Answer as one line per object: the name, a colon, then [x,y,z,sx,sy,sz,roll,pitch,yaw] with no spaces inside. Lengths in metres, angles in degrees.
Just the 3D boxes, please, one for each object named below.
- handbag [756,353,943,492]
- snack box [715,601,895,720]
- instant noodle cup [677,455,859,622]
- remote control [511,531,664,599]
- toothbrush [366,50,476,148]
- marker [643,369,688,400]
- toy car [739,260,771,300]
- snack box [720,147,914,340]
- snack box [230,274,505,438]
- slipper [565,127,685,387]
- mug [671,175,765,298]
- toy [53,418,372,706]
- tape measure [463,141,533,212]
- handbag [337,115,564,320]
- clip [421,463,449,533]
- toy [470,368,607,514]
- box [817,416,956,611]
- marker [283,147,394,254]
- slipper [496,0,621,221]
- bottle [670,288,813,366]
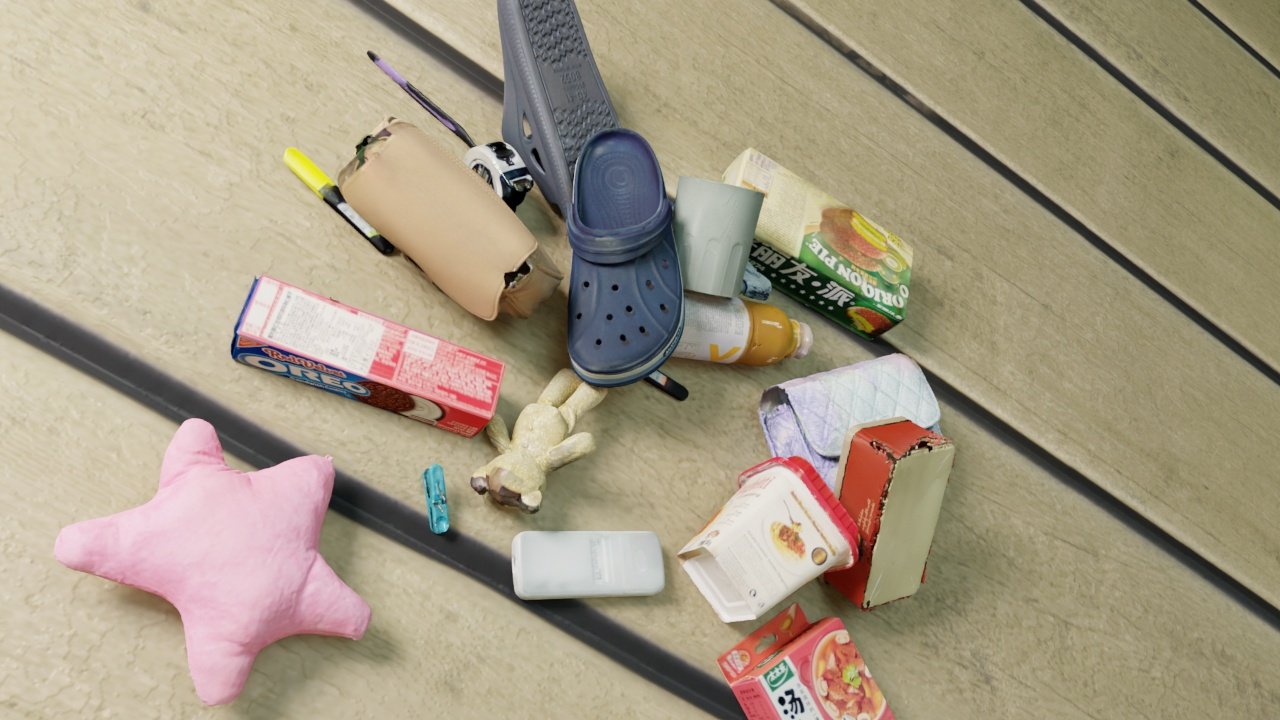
handbag: [0.224,0.070,0.941,0.193,0.076,0.134,-13,76,-34]
snack box: [0.147,0.290,0.809,0.113,0.044,0.127,-23,79,-35]
instant noodle cup: [0.110,0.164,0.817,0.124,0.117,0.116,-35,86,-24]
remote control: [-0.043,0.172,0.776,0.135,0.020,0.055,5,63,-27]
toothbrush: [-0.193,-0.240,0.900,0.189,0.014,0.016,41,46,-5]
marker: [-0.005,0.005,0.884,0.124,0.015,0.018,31,57,-16]
toy car: [0.092,-0.095,0.948,0.048,0.031,0.105,-3,33,-48]
snack box: [0.193,-0.129,1.030,0.240,0.063,0.114,27,56,-16]
snack box: [-0.217,-0.001,0.741,0.207,0.057,0.058,21,60,-19]
slipper: [-0.015,-0.103,0.818,0.105,0.095,0.252,-2,69,3]
mug: [0.061,-0.123,0.898,0.083,0.124,0.103,8,100,-21]
toy: [-0.269,0.132,0.638,0.194,0.075,0.178,46,51,-7]
tape measure: [-0.136,-0.172,0.864,0.033,0.066,0.066,-26,83,-40]
handbag: [-0.163,-0.114,0.780,0.204,0.148,0.100,42,91,-3]
clip: [-0.164,0.111,0.737,0.013,0.038,0.055,-6,76,-29]
toy: [-0.081,0.065,0.789,0.105,0.066,0.156,18,48,18]
box: [0.234,0.145,0.850,0.091,0.079,0.168,-7,115,-31]
marker: [-0.266,-0.139,0.810,0.124,0.015,0.018,44,54,-7]
slipper: [-0.088,-0.252,0.917,0.110,0.083,0.268,-30,108,-45]
bottle: [0.087,-0.031,0.919,0.189,0.068,0.068,7,63,-26]
